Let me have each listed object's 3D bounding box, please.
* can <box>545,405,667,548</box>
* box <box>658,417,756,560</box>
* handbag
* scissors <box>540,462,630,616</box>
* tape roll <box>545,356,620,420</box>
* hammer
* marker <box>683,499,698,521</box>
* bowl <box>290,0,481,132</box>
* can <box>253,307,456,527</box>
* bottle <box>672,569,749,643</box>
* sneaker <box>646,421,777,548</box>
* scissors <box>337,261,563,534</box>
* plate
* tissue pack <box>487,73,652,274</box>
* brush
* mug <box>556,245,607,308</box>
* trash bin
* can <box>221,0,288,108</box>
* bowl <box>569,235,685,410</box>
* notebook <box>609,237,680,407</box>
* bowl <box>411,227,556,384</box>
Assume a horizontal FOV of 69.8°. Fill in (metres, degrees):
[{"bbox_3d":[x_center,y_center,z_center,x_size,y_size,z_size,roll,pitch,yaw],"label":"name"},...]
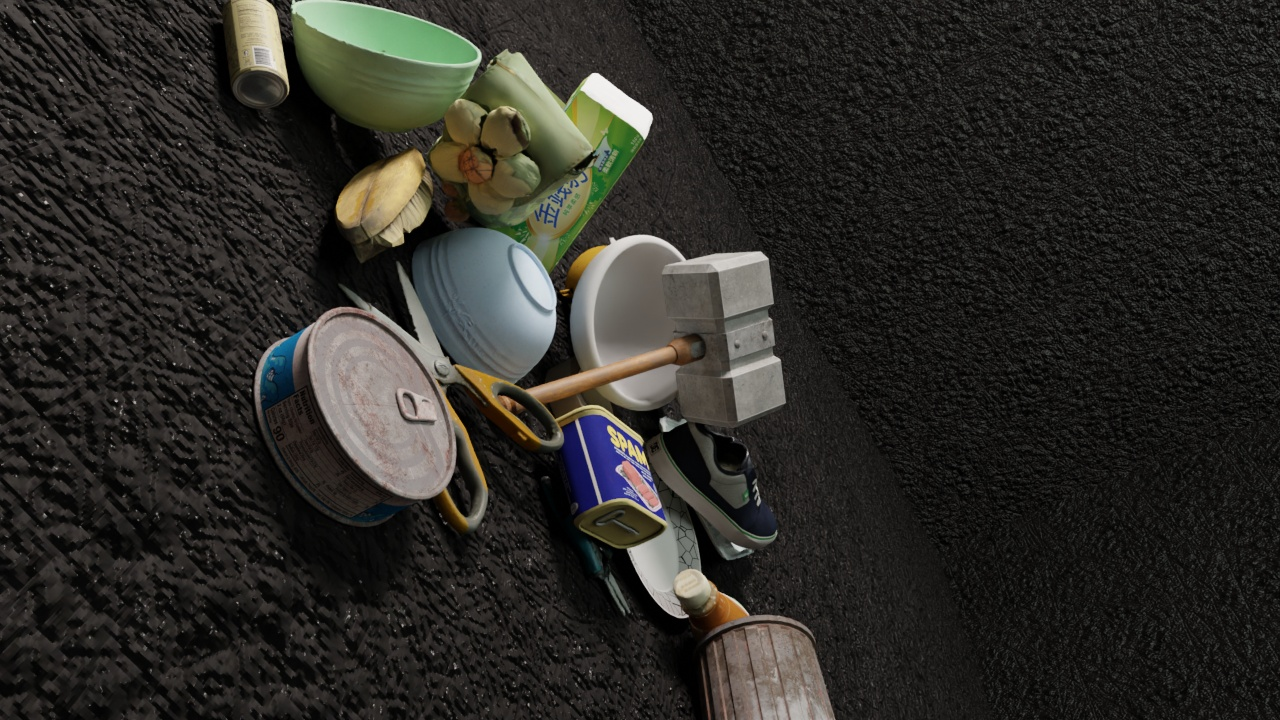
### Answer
[{"bbox_3d":[-0.027,0.105,0.804,0.116,0.057,0.092,43,24,-56],"label":"can"},{"bbox_3d":[0.087,0.160,1.152,0.189,0.037,0.208,59,9,14],"label":"box"},{"bbox_3d":[-0.125,-0.164,0.777,0.113,0.187,0.116,49,57,-10],"label":"handbag"},{"bbox_3d":[-0.046,0.153,0.808,0.126,0.019,0.143,42,28,-51],"label":"scissors"},{"bbox_3d":[-0.057,0.044,0.922,0.094,0.030,0.093,53,19,-28],"label":"tape roll"},{"bbox_3d":[-0.005,0.005,0.857,0.316,0.083,0.163,-17,104,-37],"label":"hammer"},{"bbox_3d":[0.034,0.153,1.050,0.021,0.017,0.124,34,-9,43],"label":"marker"},{"bbox_3d":[-0.213,-0.237,0.756,0.151,0.077,0.150,15,28,-8],"label":"bowl"},{"bbox_3d":[-0.172,0.034,0.568,0.130,0.044,0.129,53,19,-28],"label":"can"},{"bbox_3d":[0.075,0.257,0.904,0.059,0.059,0.167,-100,164,-44],"label":"bottle"},{"bbox_3d":[0.106,0.138,1.026,0.235,0.079,0.084,42,22,-40],"label":"sneaker"},{"bbox_3d":[-0.143,0.030,0.685,0.225,0.016,0.216,41,33,-28],"label":"scissors"},{"bbox_3d":[0.012,0.170,0.936,0.188,0.016,0.188,52,25,-37],"label":"plate"},{"bbox_3d":[-0.100,-0.198,0.909,0.141,0.198,0.120,34,18,-11],"label":"tissue pack"},{"bbox_3d":[-0.196,-0.126,0.714,0.195,0.059,0.043,-99,167,-62],"label":"brush"},{"bbox_3d":[-0.036,-0.076,1.028,0.094,0.123,0.100,-154,-119,-61],"label":"mug"},{"bbox_3d":[0.119,0.349,0.809,0.131,0.131,0.210,51,19,-34],"label":"trash bin"},{"bbox_3d":[-0.277,-0.223,0.660,0.038,0.038,0.079,33,33,-58],"label":"can"},{"bbox_3d":[-0.013,-0.038,0.942,0.176,0.066,0.176,-2,93,-47],"label":"bowl"},{"bbox_3d":[0.013,-0.037,1.158,0.153,0.012,0.208,71,-5,-52],"label":"notebook"},{"bbox_3d":[-0.122,-0.056,0.803,0.150,0.075,0.150,53,20,-30],"label":"bowl"}]
